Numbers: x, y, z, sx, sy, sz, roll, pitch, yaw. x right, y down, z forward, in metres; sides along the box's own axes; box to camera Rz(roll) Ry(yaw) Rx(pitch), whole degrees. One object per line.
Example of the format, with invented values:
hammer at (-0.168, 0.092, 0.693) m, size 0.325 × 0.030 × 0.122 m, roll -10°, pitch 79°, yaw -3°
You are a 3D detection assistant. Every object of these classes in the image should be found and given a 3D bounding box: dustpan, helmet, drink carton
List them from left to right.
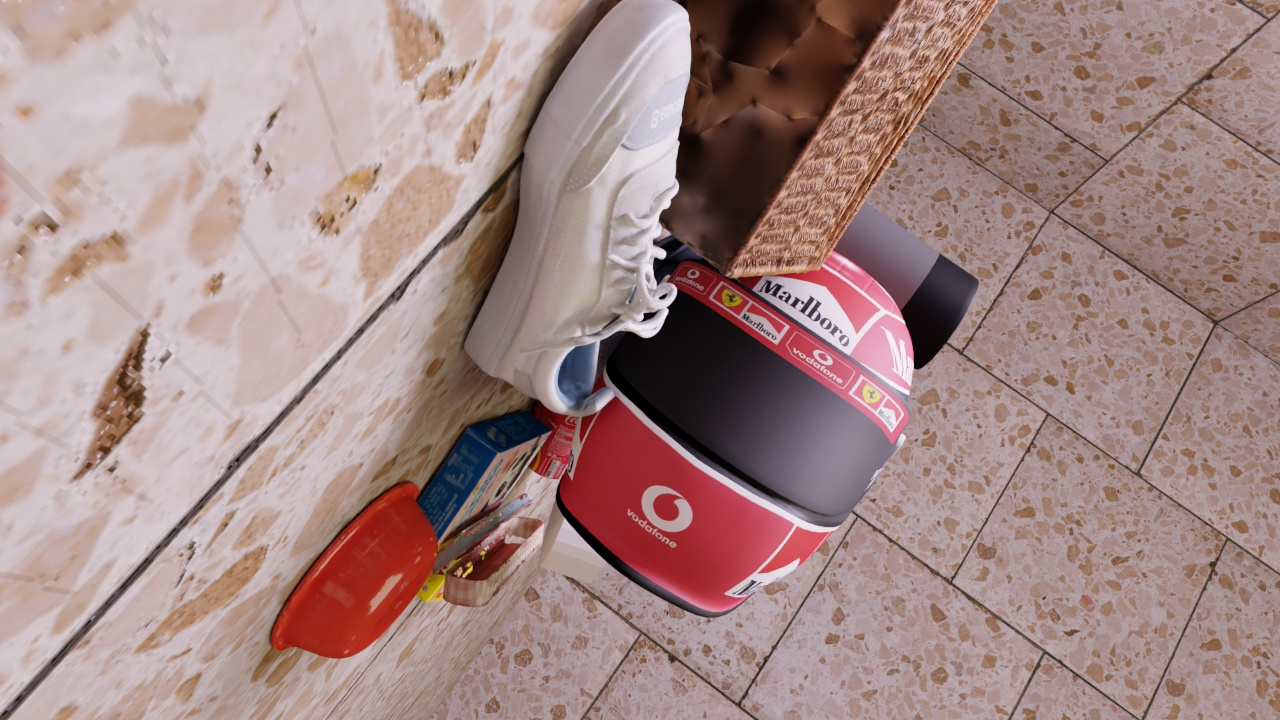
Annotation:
drink carton at (-0.172, 0.178, 0.807) m, size 0.058 × 0.043 × 0.135 m, roll -52°, pitch 174°, yaw -12°
dustpan at (-0.040, 0.105, 0.972) m, size 0.192 × 0.053 × 0.257 m, roll 119°, pitch -10°, yaw -51°
helmet at (0.076, 0.026, 0.621) m, size 0.225 × 0.197 × 0.270 m, roll -56°, pitch 171°, yaw 6°

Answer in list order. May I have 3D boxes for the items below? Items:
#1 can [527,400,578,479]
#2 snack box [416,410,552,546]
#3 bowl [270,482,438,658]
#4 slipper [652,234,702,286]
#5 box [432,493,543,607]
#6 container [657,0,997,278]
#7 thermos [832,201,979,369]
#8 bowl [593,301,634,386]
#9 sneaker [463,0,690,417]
can at (-0.067, 0.056, 0.827) m, size 0.064 × 0.064 × 0.105 m, roll -48°, pitch 172°, yaw -45°
snack box at (-0.123, 0.088, 0.721) m, size 0.088 × 0.033 × 0.154 m, roll -55°, pitch 174°, yaw 7°
bowl at (-0.172, 0.143, 0.588) m, size 0.130 × 0.045 × 0.130 m, roll -53°, pitch 174°, yaw -9°
slipper at (0.036, -0.074, 0.821) m, size 0.267 × 0.111 × 0.083 m, roll -43°, pitch 143°, yaw -43°
box at (-0.123, 0.142, 0.743) m, size 0.188 × 0.056 × 0.064 m, roll -28°, pitch 115°, yaw -83°
container at (0.078, -0.148, 0.489) m, size 0.112 × 0.114 × 0.199 m, roll -17°, pitch 144°, yaw -54°
thermos at (0.140, -0.096, 0.713) m, size 0.082 × 0.240 × 0.082 m, roll -53°, pitch 174°, yaw -8°
bowl at (-0.038, -0.016, 0.692) m, size 0.110 × 0.055 × 0.110 m, roll -52°, pitch 174°, yaw -8°
sneaker at (-0.014, -0.059, 0.454) m, size 0.089 × 0.091 × 0.243 m, roll -47°, pitch 170°, yaw -44°
